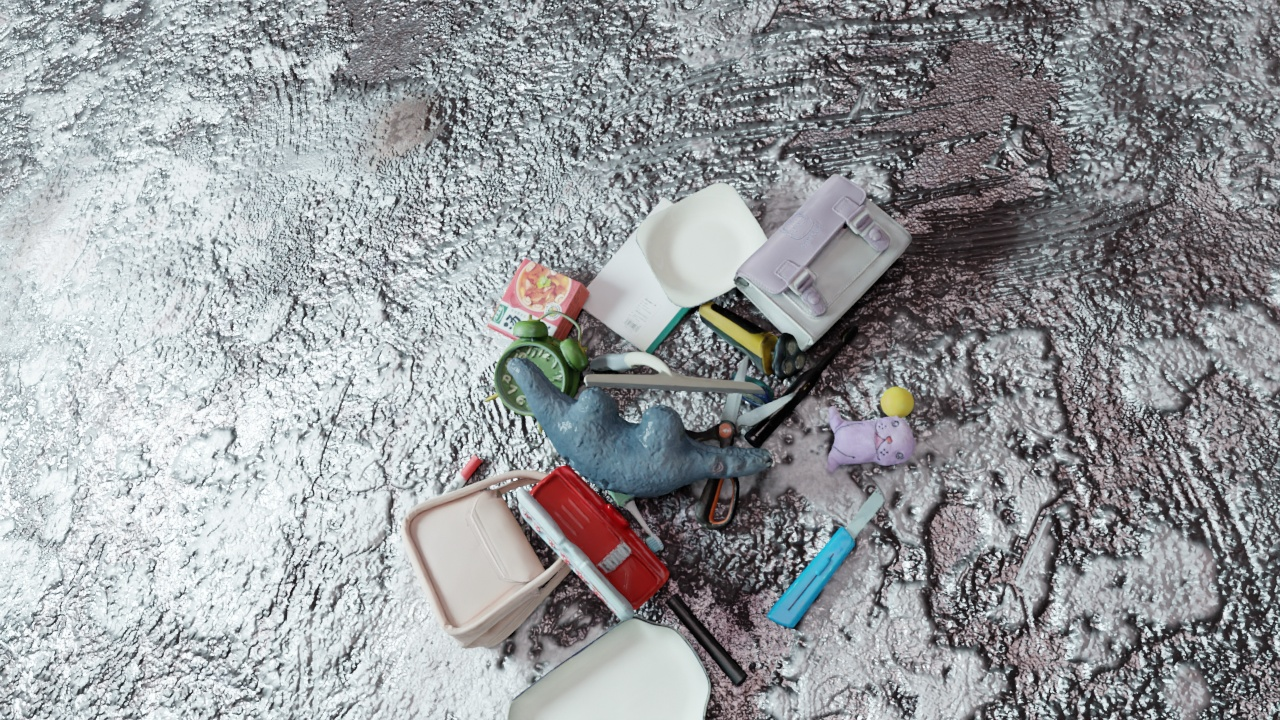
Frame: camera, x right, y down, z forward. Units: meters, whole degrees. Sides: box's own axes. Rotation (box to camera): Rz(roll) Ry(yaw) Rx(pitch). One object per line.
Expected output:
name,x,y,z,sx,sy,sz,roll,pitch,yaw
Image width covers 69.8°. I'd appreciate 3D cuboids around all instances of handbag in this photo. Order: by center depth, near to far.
handbag,-0.174,0.236,1.186,0.234,0.093,0.193,-32,62,-7
handbag,0.239,-0.132,1.216,0.145,0.098,0.197,43,81,10

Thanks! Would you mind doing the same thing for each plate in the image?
plate,-0.041,0.425,1.094,0.265,0.034,0.162,-36,64,-3
plate,0.091,-0.158,1.301,0.163,0.034,0.164,-27,66,1

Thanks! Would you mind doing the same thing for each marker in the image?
marker,0.080,0.336,1.110,0.020,0.022,0.132,-16,52,-44
marker,-0.269,0.191,1.262,0.017,0.017,0.145,33,78,24

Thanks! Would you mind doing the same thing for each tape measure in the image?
tape measure,0.148,0.039,1.203,0.058,0.054,0.025,21,74,31

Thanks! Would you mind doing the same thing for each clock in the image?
clock,-0.137,0.008,1.254,0.116,0.056,0.161,29,99,4

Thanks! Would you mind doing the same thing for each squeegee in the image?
squeegee,-0.007,0.007,1.188,0.246,0.247,0.039,3,93,-28

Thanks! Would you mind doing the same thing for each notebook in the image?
notebook,0.024,-0.123,1.328,0.150,0.012,0.209,37,80,23

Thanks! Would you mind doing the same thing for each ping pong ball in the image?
ping pong ball,0.325,0.053,1.160,0.040,0.040,0.040,-5,66,12

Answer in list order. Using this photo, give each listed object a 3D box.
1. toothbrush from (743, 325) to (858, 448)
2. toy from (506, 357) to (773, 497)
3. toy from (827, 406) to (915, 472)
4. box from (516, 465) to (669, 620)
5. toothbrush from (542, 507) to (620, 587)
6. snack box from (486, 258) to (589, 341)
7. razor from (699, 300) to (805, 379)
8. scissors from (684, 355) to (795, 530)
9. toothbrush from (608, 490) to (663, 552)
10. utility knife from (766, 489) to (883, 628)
toothbrush,0.215,0.031,1.207,0.212,0.027,0.026,-47,109,-10
toy,-0.015,0.104,1.154,0.356,0.091,0.138,18,109,12
toy,0.288,0.098,1.149,0.108,0.039,0.084,-2,83,14
box,-0.058,0.217,1.116,0.201,0.100,0.112,45,62,10
toothbrush,-0.092,0.263,1.191,0.014,0.016,0.189,41,84,22
snack box,-0.156,-0.079,1.328,0.127,0.044,0.113,25,84,22
razor,0.146,-0.034,1.235,0.167,0.068,0.062,36,40,31
scissors,0.093,0.106,1.178,0.231,0.021,0.220,-6,78,25
toothbrush,-0.035,0.161,1.212,0.027,0.027,0.224,-18,57,-36
utility knife,0.231,0.240,1.117,0.034,0.018,0.209,36,78,25
